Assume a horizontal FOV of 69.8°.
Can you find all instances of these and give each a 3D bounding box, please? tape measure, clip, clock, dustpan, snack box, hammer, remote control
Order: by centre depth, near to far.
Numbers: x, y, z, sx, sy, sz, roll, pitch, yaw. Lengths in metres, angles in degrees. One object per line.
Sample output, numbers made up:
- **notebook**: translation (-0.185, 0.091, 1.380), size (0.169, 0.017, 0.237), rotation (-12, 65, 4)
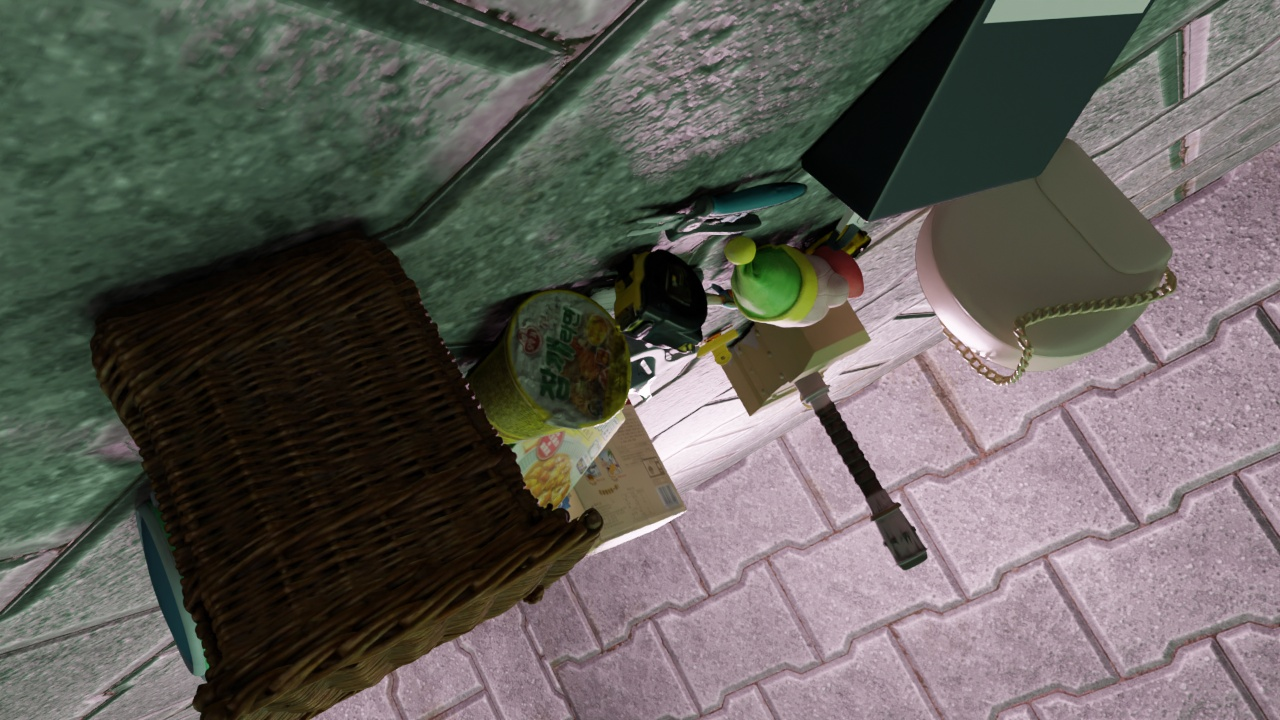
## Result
- **clock**: translation (-0.293, 0.157, 0.637), size (0.075, 0.122, 0.162), rotation (-19, 146, -34)
- **tape measure**: translation (0.015, -0.043, 0.651), size (0.071, 0.072, 0.042), rotation (18, 137, -33)
- **dustpan**: translation (0.223, -0.170, 0.672), size (0.235, 0.080, 0.274), rotation (-19, 144, -37)
- **remote control**: translation (0.000, -0.055, 0.705), size (0.136, 0.013, 0.033), rotation (-12, 158, -48)
- **clip**: translation (0.006, -0.005, 0.757), size (0.108, 0.028, 0.163), rotation (-42, 165, 14)
- **snack box**: translation (-0.083, 0.081, 0.786), size (0.167, 0.027, 0.132), rotation (-52, 153, -17)
- **tape measure**: translation (0.171, -0.098, 0.854), size (0.062, 0.038, 0.067), rotation (-34, 172, -15)
- **snack box**: translation (-0.044, 0.120, 0.980), size (0.055, 0.153, 0.207), rotation (-33, 167, 23)
- **clip**: translation (0.087, -0.013, 1.022), size (0.053, 0.035, 0.046), rotation (-30, 160, 2)
- **hammer**: translation (0.234, 0.090, 1.066), size (0.100, 0.324, 0.191), rotation (-23, 167, -24)

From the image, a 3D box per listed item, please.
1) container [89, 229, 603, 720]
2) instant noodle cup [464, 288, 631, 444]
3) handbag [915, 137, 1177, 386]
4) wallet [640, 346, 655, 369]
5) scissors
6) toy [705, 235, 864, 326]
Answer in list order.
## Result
- **container**: translation (-0.151, 0.066, 0.461), size (0.162, 0.183, 0.250), rotation (-24, 168, -22)
- **instant noodle cup**: translation (-0.075, 0.015, 0.653), size (0.102, 0.102, 0.108), rotation (-18, 173, -40)
- **handbag**: translation (0.385, -0.102, 0.890), size (0.208, 0.210, 0.103), rotation (-35, 168, -7)
- **wallet**: translation (-0.005, -0.016, 0.817), size (0.086, 0.032, 0.116), rotation (-35, 165, -13)
- **scissors**: translation (0.055, -0.101, 0.625), size (0.149, 0.019, 0.122), rotation (-23, 171, -2)
- **toy**: translation (0.108, -0.072, 0.781), size (0.124, 0.097, 0.131), rotation (12, -152, 40)
